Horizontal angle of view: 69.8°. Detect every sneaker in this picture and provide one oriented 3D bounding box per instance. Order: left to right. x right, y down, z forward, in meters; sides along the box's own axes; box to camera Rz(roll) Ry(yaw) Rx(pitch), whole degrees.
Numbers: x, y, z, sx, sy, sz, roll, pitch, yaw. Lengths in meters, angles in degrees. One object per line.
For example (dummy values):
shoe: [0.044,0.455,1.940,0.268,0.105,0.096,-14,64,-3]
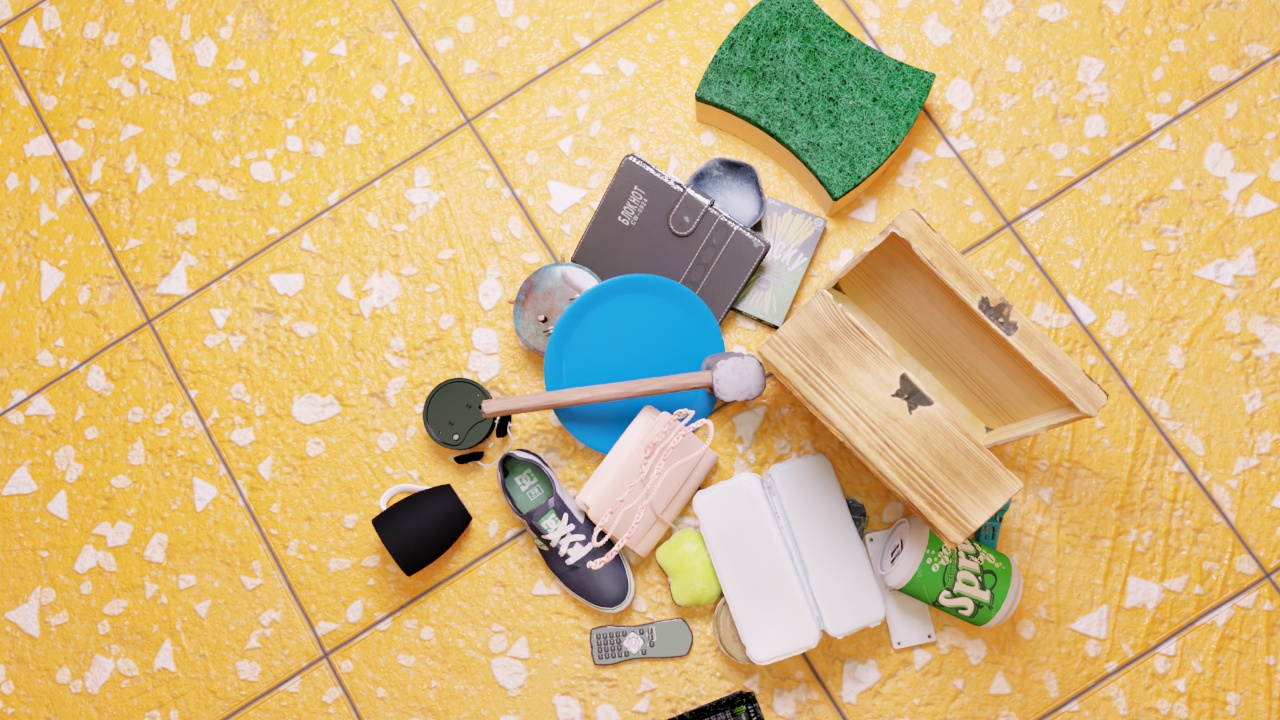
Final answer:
sneaker: [-0.094,0.204,1.091,0.084,0.079,0.235,-39,81,-3]

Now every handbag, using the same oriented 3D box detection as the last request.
handbag: [0.027,0.163,1.032,0.116,0.187,0.198,41,82,-24]

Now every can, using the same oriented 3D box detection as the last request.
can: [0.074,0.426,1.056,0.138,0.054,0.054,-22,80,1]
can: [0.128,0.308,1.075,0.086,0.043,0.086,-1,82,4]
can: [0.348,0.238,1.035,0.140,0.088,0.087,25,84,-1]

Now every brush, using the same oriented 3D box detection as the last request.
brush: [0.213,-0.327,1.145,0.250,0.075,0.195,39,86,9]

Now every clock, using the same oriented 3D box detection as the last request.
clock: [-0.212,0.077,1.138,0.120,0.042,0.091,44,87,9]
clock: [-0.084,-0.045,1.130,0.121,0.073,0.157,-41,81,-2]

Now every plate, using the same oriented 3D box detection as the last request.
plate: [-0.007,0.006,1.107,0.224,0.024,0.224,-3,102,-14]

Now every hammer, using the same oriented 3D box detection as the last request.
hammer: [-0.018,0.035,1.061,0.328,0.098,0.052,-7,94,-4]

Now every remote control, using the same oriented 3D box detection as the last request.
remote control: [0.001,0.337,1.098,0.124,0.009,0.046,-7,81,4]
remote control: [0.305,0.267,1.082,0.050,0.011,0.135,-13,81,3]

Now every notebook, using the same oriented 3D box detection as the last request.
notebook: [0.034,-0.134,1.124,0.209,0.029,0.170,34,114,7]

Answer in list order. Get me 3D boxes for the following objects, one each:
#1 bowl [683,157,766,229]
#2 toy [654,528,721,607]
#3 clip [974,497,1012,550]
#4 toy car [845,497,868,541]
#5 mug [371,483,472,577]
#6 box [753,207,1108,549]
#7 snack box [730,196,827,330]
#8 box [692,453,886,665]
bowl: [0.109,-0.194,1.138,0.110,0.055,0.110,-1,88,25]
toy: [0.080,0.238,1.089,0.115,0.046,0.092,-24,79,-6]
clip: [0.406,0.159,1.071,0.033,0.121,0.119,1,47,4]
toy car: [0.239,0.215,1.086,0.049,0.030,0.106,13,80,8]
mug: [-0.267,0.188,1.115,0.100,0.085,0.119,-34,50,-13]
box: [0.297,0.013,1.002,0.279,0.258,0.221,43,96,5]
snack box: [0.166,-0.121,1.144,0.080,0.025,0.147,24,84,8]
box: [0.170,0.220,1.039,0.186,0.084,0.210,-18,75,2]
